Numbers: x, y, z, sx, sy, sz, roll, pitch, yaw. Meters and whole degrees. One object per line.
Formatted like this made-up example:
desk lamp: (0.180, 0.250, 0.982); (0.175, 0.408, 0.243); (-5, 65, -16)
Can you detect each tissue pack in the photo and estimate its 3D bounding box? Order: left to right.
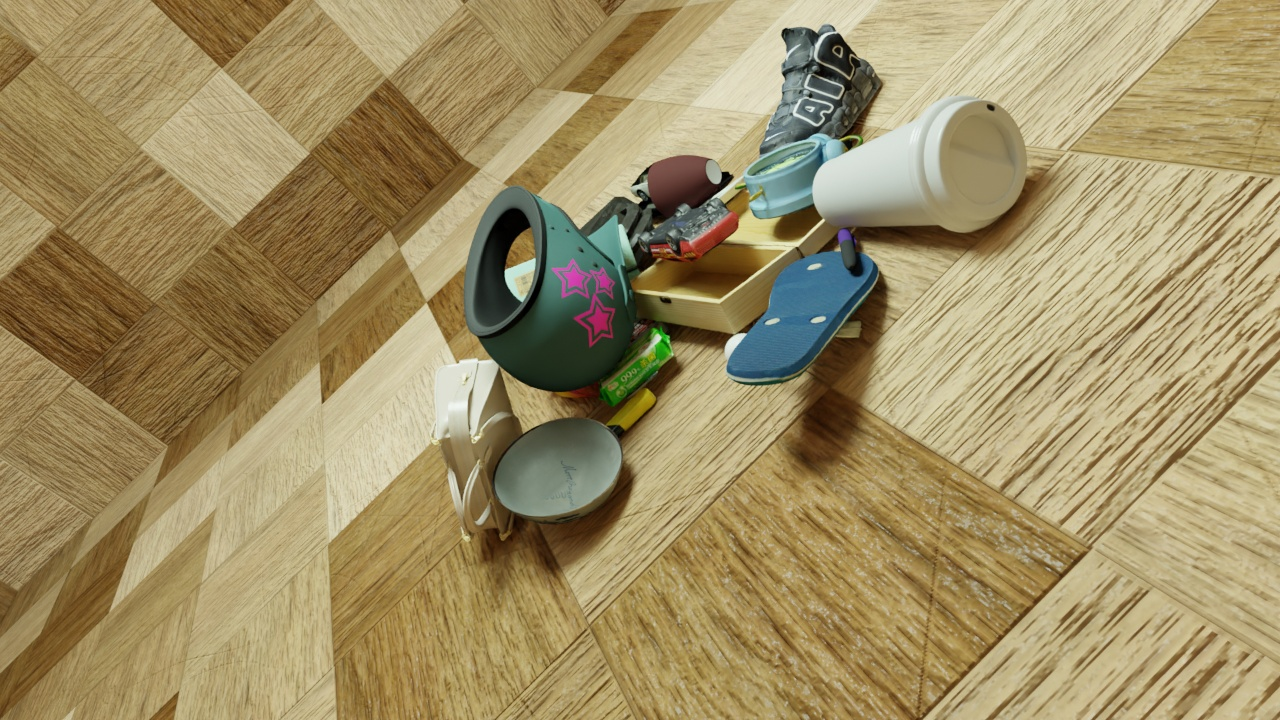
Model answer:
tissue pack: (-0.007, 0.007, 1.149); (0.114, 0.034, 0.099); (-40, 12, 3)

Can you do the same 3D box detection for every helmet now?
helmet: (-0.098, -0.087, 1.141); (0.177, 0.200, 0.274); (-29, 50, 31)

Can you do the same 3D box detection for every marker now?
marker: (0.226, -0.120, 0.993); (0.133, 0.018, 0.015); (-69, -5, -66)

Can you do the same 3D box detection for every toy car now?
toy car: (0.047, -0.283, 1.466); (0.094, 0.071, 0.192); (-46, 25, -23)
toy car: (0.058, -0.162, 1.171); (0.081, 0.056, 0.189); (-36, 18, -12)

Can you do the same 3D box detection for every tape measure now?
tape measure: (0.007, -0.036, 1.226); (0.060, 0.020, 0.062); (-42, 27, 5)

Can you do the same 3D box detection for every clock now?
clock: (0.200, -0.231, 1.129); (0.162, 0.060, 0.118); (-27, 21, 1)

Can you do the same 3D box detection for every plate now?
plate: (0.092, -0.217, 1.329); (0.157, 0.014, 0.157); (-37, 7, 5)

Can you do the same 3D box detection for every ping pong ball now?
ping pong ball: (0.113, -0.010, 1.013); (0.040, 0.040, 0.040); (-33, 28, 20)

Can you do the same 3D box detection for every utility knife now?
utility knife: (-0.048, 0.099, 1.106); (0.172, 0.020, 0.029); (-44, 24, -2)

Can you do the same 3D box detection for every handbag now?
handbag: (-0.196, 0.127, 1.095); (0.101, 0.195, 0.197); (-7, 35, 2)
handbag: (-0.044, -0.157, 1.380); (0.200, 0.102, 0.196); (-38, 22, 50)

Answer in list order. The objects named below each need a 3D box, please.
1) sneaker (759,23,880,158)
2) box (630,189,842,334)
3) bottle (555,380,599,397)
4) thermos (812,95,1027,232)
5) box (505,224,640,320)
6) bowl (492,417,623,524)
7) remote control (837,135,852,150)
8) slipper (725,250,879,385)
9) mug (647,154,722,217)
sneaker: (0.222, -0.373, 1.242); (0.097, 0.151, 0.251); (-11, 32, 53)
box: (0.125, -0.137, 1.160); (0.253, 0.068, 0.247); (-45, 27, -15)
bottle: (-0.093, 0.017, 1.259); (0.134, 0.048, 0.071); (1, 51, 56)
thermos: (0.280, -0.193, 0.968); (0.131, 0.131, 0.222); (-51, 19, -14)
box: (-0.088, -0.096, 1.277); (0.187, 0.139, 0.052); (-22, 8, 7)
bowl: (-0.088, 0.136, 1.040); (0.151, 0.057, 0.150); (-9, 41, 8)
remote control: (0.228, -0.271, 1.257); (0.045, 0.021, 0.141); (-47, 21, -29)
slipper: (0.173, -0.037, 0.932); (0.118, 0.060, 0.293); (-8, 24, 33)
mug: (0.080, -0.257, 1.328); (0.089, 0.113, 0.087); (-13, 80, 42)
